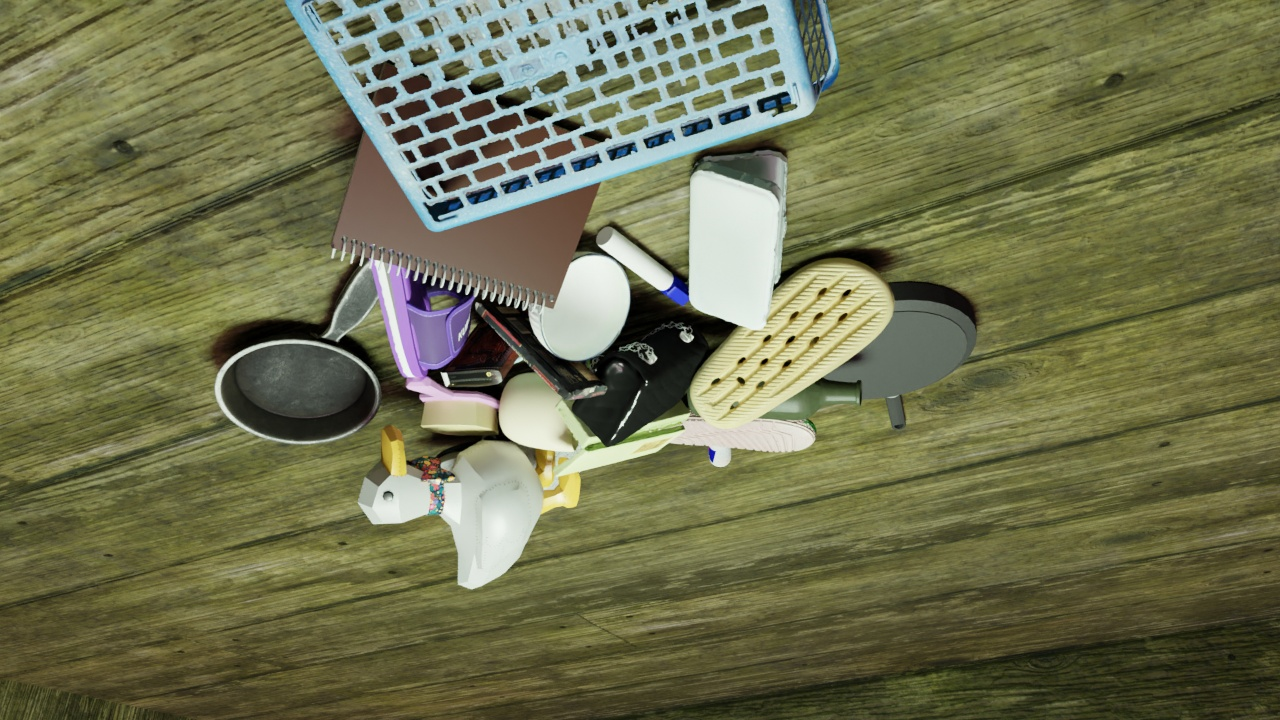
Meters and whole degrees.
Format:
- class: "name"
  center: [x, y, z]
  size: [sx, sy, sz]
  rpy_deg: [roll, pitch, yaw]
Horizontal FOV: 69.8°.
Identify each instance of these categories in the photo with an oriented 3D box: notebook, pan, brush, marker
- class: "notebook"
  center: [-0.148, -0.143, 0.815]
  size: [0.209, 0.022, 0.172]
  rpy_deg: [15, 108, -26]
- class: "pan"
  center: [0.320, 0.017, 1.183]
  size: [0.226, 0.034, 0.356]
  rpy_deg: [-12, 146, 15]
- class: "brush"
  center: [-0.233, 0.058, 1.114]
  size: [0.089, 0.043, 0.229]
  rpy_deg: [0, 169, 7]
- class: "pan"
  center: [-0.363, -0.015, 1.056]
  size: [0.187, 0.055, 0.358]
  rpy_deg: [19, 129, -30]
- class: "marker"
  center: [0.005, -0.099, 0.976]
  size: [0.023, 0.027, 0.133]
  rpy_deg: [-42, 135, 16]

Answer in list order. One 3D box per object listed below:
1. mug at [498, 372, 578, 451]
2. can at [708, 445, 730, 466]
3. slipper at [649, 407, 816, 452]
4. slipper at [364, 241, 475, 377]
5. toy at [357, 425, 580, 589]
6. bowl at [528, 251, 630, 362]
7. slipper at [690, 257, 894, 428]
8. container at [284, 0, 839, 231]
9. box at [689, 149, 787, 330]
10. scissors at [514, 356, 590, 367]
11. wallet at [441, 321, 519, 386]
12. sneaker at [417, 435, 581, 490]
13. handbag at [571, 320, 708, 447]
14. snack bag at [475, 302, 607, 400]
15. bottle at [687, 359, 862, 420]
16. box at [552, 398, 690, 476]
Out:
- class: "mug"
  center: [-0.126, 0.066, 1.166]
  size: [0.100, 0.096, 0.120]
  rpy_deg: [6, 162, 5]
- class: "can"
  center: [0.114, 0.119, 1.324]
  size: [0.032, 0.032, 0.095]
  rpy_deg: [-6, 148, 3]
- class: "slipper"
  center: [0.117, 0.073, 1.228]
  size: [0.240, 0.064, 0.094]
  rpy_deg: [-1, 150, 30]
- class: "slipper"
  center: [-0.210, -0.076, 0.929]
  size: [0.084, 0.107, 0.267]
  rpy_deg: [-1, 143, -3]
- class: "toy"
  center: [-0.214, 0.177, 1.154]
  size: [0.267, 0.141, 0.247]
  rpy_deg: [-13, 112, -27]
- class: "bowl"
  center: [-0.074, -0.063, 0.974]
  size: [0.062, 0.118, 0.118]
  rpy_deg: [27, 172, 43]
- class: "slipper"
  center: [0.167, -0.022, 1.049]
  size: [0.262, 0.079, 0.111]
  rpy_deg: [-40, 90, 21]
- class: "container"
  center: [-0.054, -0.231, 0.644]
  size: [0.363, 0.089, 0.257]
  rpy_deg: [-15, 132, 13]
- class: "box"
  center: [0.092, -0.109, 0.922]
  size: [0.122, 0.083, 0.216]
  rpy_deg: [-9, 148, 3]
- class: "scissors"
  center: [-0.103, -0.030, 1.088]
  size: [0.160, 0.024, 0.172]
  rpy_deg: [-1, 144, 7]
- class: "wallet"
  center: [-0.165, -0.010, 1.014]
  size: [0.072, 0.122, 0.019]
  rpy_deg: [-5, 118, 16]
- class: "sneaker"
  center: [-0.190, 0.143, 1.288]
  size: [0.235, 0.089, 0.087]
  rpy_deg: [-9, -169, -18]
- class: "handbag"
  center: [-0.006, 0.007, 1.060]
  size: [0.153, 0.114, 0.125]
  rpy_deg: [-25, 157, -48]
- class: "snack bag"
  center: [-0.105, -0.013, 0.988]
  size: [0.018, 0.155, 0.074]
  rpy_deg: [-55, 157, 22]
- class: "bottle"
  center: [0.164, 0.036, 1.122]
  size: [0.207, 0.071, 0.071]
  rpy_deg: [2, 150, 19]
- class: "box"
  center: [-0.030, 0.075, 1.134]
  size: [0.092, 0.083, 0.187]
  rpy_deg: [-34, 163, 38]
